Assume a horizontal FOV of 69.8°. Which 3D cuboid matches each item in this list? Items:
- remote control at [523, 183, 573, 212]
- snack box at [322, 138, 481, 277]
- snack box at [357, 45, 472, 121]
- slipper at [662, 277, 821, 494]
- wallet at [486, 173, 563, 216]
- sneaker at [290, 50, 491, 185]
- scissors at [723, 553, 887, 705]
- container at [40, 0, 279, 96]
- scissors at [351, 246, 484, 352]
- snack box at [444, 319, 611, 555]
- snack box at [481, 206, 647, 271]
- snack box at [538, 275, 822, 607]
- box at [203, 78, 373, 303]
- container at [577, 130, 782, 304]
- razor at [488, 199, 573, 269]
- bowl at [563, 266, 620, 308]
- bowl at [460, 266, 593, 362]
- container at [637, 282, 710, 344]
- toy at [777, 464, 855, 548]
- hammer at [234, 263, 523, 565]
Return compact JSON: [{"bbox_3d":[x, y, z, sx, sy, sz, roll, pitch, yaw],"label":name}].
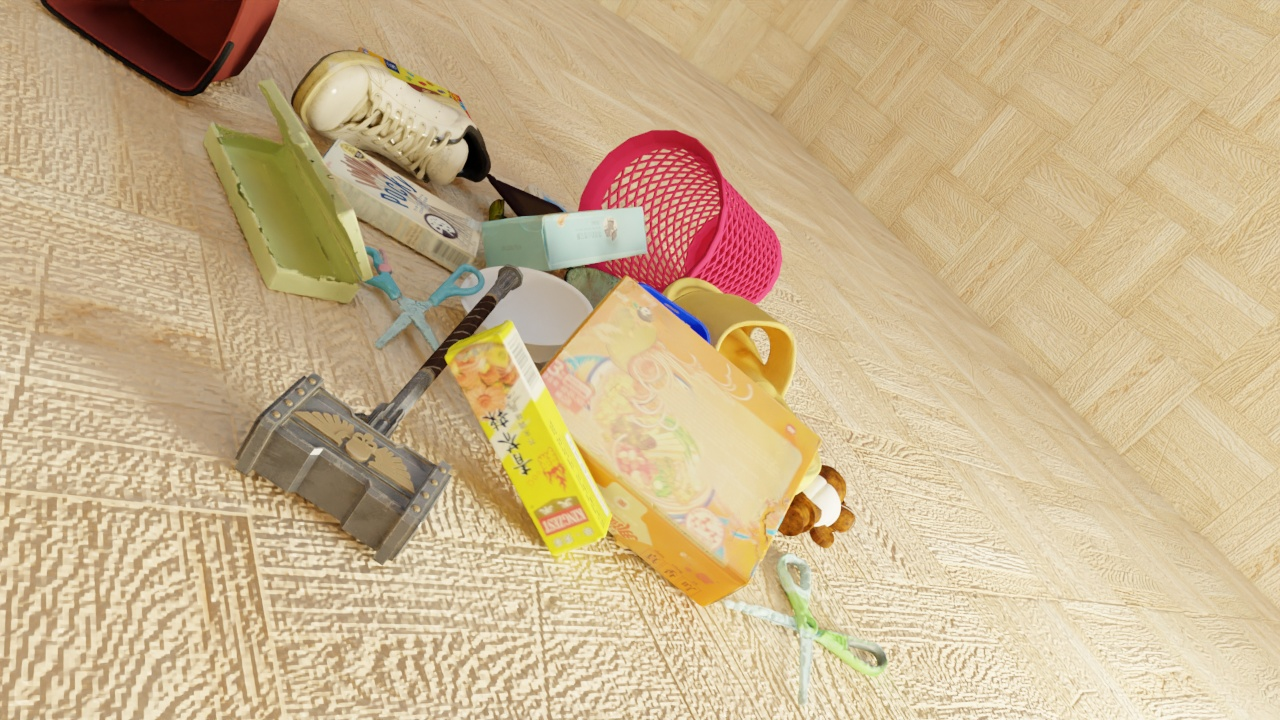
[{"bbox_3d":[-0.084,-0.164,1.073,0.125,0.018,0.038,30,24,-25],"label":"remote control"},{"bbox_3d":[-0.212,-0.135,0.808,0.150,0.026,0.081,31,23,-21],"label":"snack box"},{"bbox_3d":[-0.252,-0.281,1.006,0.125,0.040,0.088,19,30,-40],"label":"snack box"},{"bbox_3d":[0.092,0.000,0.824,0.099,0.079,0.263,5,43,-30],"label":"slipper"},{"bbox_3d":[-0.104,-0.151,0.972,0.091,0.018,0.115,51,16,28],"label":"wallet"},{"bbox_3d":[-0.223,-0.213,0.875,0.102,0.089,0.241,50,19,12],"label":"sneaker"},{"bbox_3d":[0.123,0.200,0.702,0.171,0.023,0.168,28,30,-30],"label":"scissors"},{"bbox_3d":[-0.382,-0.294,0.719,0.148,0.127,0.200,34,13,-11],"label":"container"},{"bbox_3d":[-0.164,-0.049,0.700,0.125,0.015,0.136,-12,52,-35],"label":"scissors"},{"bbox_3d":[-0.068,0.049,0.570,0.148,0.040,0.028,64,16,-15],"label":"snack box"},{"bbox_3d":[-0.069,-0.118,0.887,0.075,0.053,0.174,1,12,32],"label":"snack box"},{"bbox_3d":[0.013,0.059,0.660,0.195,0.081,0.144,40,50,-3],"label":"snack box"},{"bbox_3d":[-0.258,-0.122,0.683,0.188,0.089,0.077,51,5,33],"label":"box"},{"bbox_3d":[0.064,-0.140,1.071,0.183,0.183,0.225,51,18,28],"label":"container"},{"bbox_3d":[-0.111,-0.125,0.952,0.106,0.026,0.042,33,21,-25],"label":"razor"},{"bbox_3d":[-0.016,-0.025,0.878,0.157,0.039,0.157,32,23,-16],"label":"bowl"},{"bbox_3d":[-0.096,-0.030,0.749,0.110,0.041,0.109,13,34,-9],"label":"bowl"},{"bbox_3d":[-0.005,0.004,0.762,0.096,0.058,0.114,34,58,-11],"label":"container"},{"bbox_3d":[0.149,0.127,0.819,0.087,0.067,0.112,44,32,14],"label":"toy"},{"bbox_3d":[-0.132,-0.002,0.609,0.098,0.044,0.321,36,28,-7],"label":"hammer"}]
